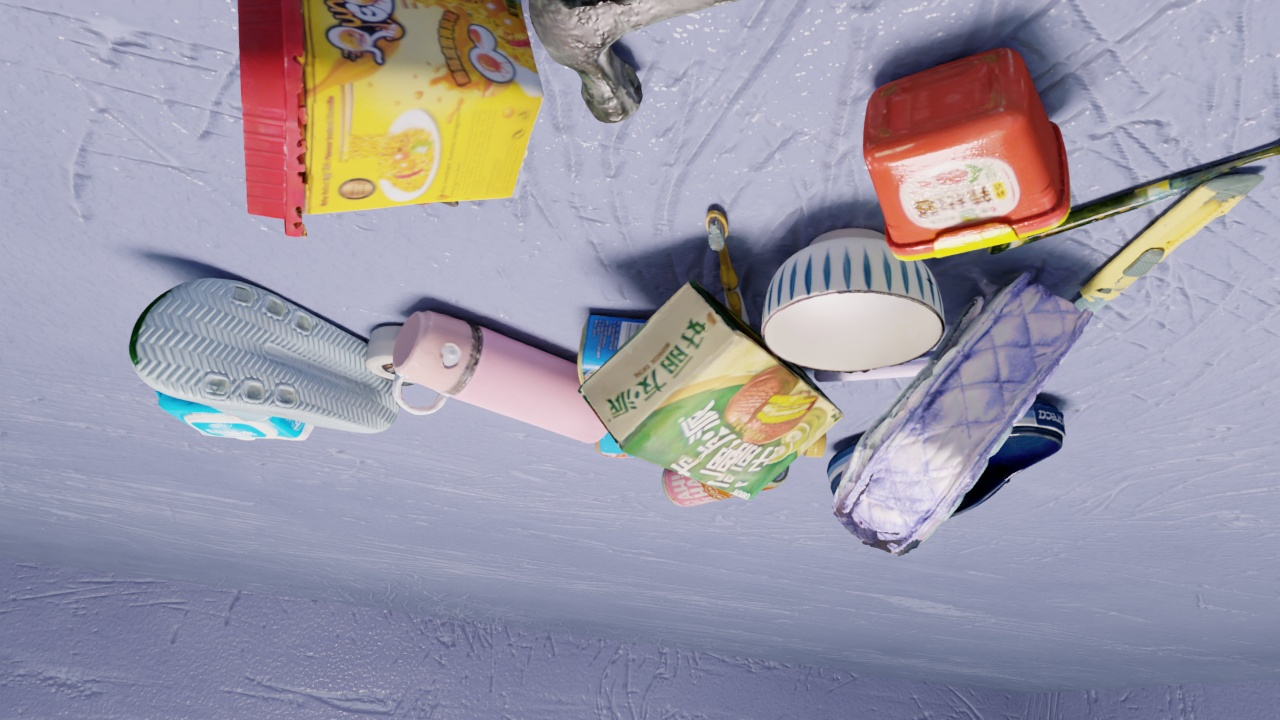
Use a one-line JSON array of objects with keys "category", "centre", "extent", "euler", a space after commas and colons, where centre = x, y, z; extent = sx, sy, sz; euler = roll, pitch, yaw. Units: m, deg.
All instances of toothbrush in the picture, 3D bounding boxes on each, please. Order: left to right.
[{"category": "toothbrush", "centre": [0.065, -0.051, 0.668], "extent": [0.016, 0.018, 0.191], "euler": [1, 156, 13]}, {"category": "toothbrush", "centre": [0.233, 0.003, 0.753], "extent": [0.190, 0.021, 0.029], "euler": [-8, -175, 29]}, {"category": "toothbrush", "centre": [0.292, -0.091, 0.532], "extent": [0.186, 0.017, 0.012], "euler": [-18, 170, 42]}]

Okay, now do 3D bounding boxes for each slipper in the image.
[{"category": "slipper", "centre": [-0.312, 0.006, 0.784], "extent": [0.074, 0.104, 0.245], "euler": [-10, 158, 35]}, {"category": "slipper", "centre": [0.295, 0.109, 0.892], "extent": [0.105, 0.095, 0.254], "euler": [22, 148, -28]}]

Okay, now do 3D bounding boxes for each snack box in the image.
[{"category": "snack box", "centre": [0.064, 0.033, 0.705], "extent": [0.114, 0.063, 0.240], "euler": [-44, 149, 10]}, {"category": "snack box", "centre": [0.161, -0.105, 0.464], "extent": [0.091, 0.081, 0.080], "euler": [-11, 138, 31]}]

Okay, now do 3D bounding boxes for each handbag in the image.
[{"category": "handbag", "centre": [0.216, 0.031, 0.623], "extent": [0.075, 0.193, 0.134], "euler": [38, 149, 18]}]

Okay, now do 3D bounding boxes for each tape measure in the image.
[{"category": "tape measure", "centre": [-0.208, -0.005, 0.813], "extent": [0.066, 0.033, 0.066], "euler": [-11, 153, 29]}]

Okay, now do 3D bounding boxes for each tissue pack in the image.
[{"category": "tissue pack", "centre": [-0.400, 0.041, 0.920], "extent": [0.140, 0.063, 0.090], "euler": [2, 156, 9]}]

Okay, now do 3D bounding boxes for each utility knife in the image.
[{"category": "utility knife", "centre": [0.323, -0.065, 0.596], "extent": [0.031, 0.021, 0.198], "euler": [12, 160, -1]}]

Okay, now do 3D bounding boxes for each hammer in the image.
[{"category": "hammer", "centre": [0.102, -0.172, 0.376], "extent": [0.324, 0.031, 0.126], "euler": [-4, 155, 21]}]

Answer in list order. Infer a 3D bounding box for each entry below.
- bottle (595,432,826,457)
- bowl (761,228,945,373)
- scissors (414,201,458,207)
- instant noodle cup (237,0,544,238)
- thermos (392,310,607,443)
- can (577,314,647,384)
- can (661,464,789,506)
[{"category": "bottle", "centre": [0.067, 0.069, 0.879], "extent": [0.219, 0.065, 0.065], "euler": [6, 156, 0]}, {"category": "bowl", "centre": [0.139, -0.045, 0.609], "extent": [0.116, 0.066, 0.117], "euler": [4, 155, 2]}, {"category": "scissors", "centre": [-0.142, -0.150, 0.498], "extent": [0.197, 0.015, 0.206], "euler": [14, 155, -16]}, {"category": "instant noodle cup", "centre": [-0.118, -0.126, 0.423], "extent": [0.123, 0.116, 0.116], "euler": [-2, 150, -23]}, {"category": "thermos", "centre": [-0.117, 0.024, 0.796], "extent": [0.198, 0.087, 0.067], "euler": [21, 177, -35]}, {"category": "can", "centre": [-0.005, 0.004, 0.763], "extent": [0.083, 0.057, 0.102], "euler": [6, 156, 5]}, {"category": "can", "centre": [0.091, 0.122, 1.002], "extent": [0.058, 0.057, 0.148], "euler": [23, 150, -34]}]
